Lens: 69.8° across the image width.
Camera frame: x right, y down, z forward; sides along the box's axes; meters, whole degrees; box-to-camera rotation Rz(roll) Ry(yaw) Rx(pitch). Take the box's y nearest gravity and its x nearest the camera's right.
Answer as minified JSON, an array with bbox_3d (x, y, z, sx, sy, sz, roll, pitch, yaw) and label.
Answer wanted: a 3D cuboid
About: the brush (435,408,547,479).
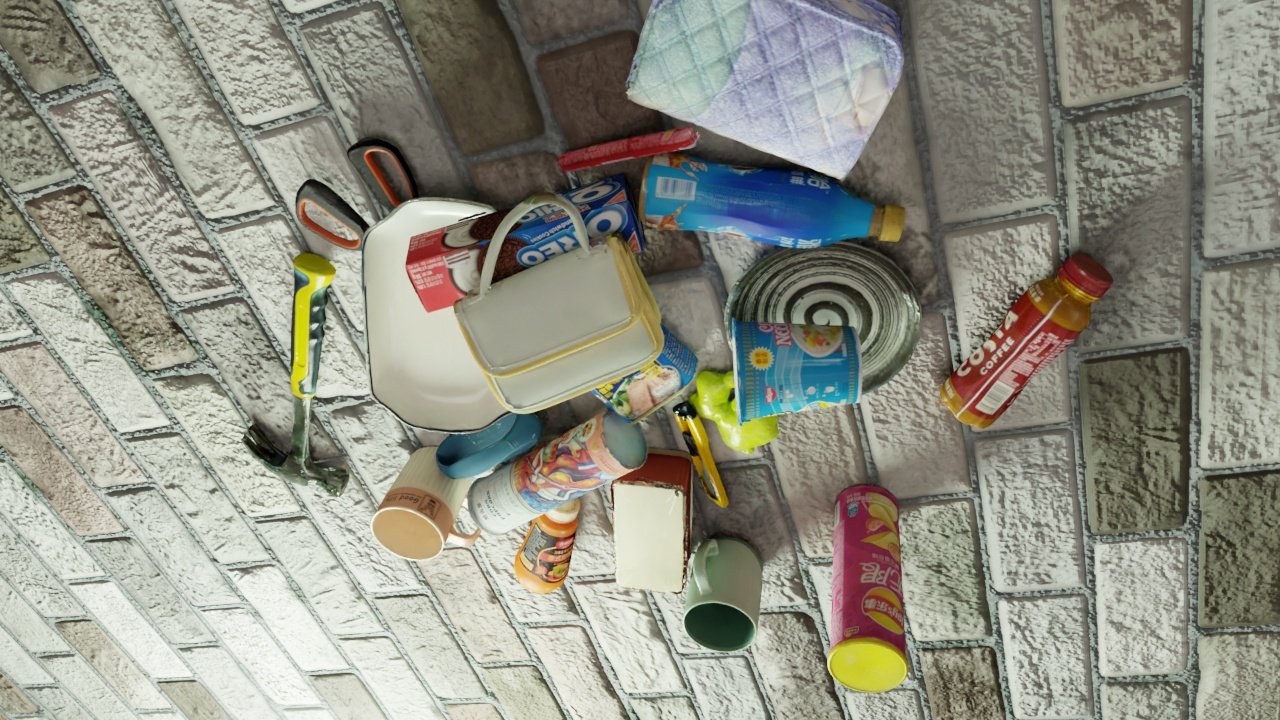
[{"bbox_3d":[-0.167,0.092,0.994,0.144,0.073,0.055,-25,112,28],"label":"brush"}]

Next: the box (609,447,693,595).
[{"bbox_3d":[0.011,0.184,1.018,0.091,0.076,0.169,5,125,9],"label":"box"}]

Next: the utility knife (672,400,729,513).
[{"bbox_3d":[0.067,0.107,0.976,0.033,0.015,0.168,19,142,45],"label":"utility knife"}]

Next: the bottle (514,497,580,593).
[{"bbox_3d":[-0.103,0.203,1.071,0.067,0.066,0.150,19,120,-1],"label":"bottle"}]

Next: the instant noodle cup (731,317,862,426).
[{"bbox_3d":[0.140,0.007,0.826,0.110,0.099,0.099,-4,125,4],"label":"instant noodle cup"}]

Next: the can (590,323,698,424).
[{"bbox_3d":[-0.005,0.005,0.905,0.083,0.057,0.102,42,123,-19],"label":"can"}]

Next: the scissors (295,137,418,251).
[{"bbox_3d":[-0.237,-0.108,0.895,0.198,0.021,0.227,-3,124,4],"label":"scissors"}]

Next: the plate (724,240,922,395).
[{"bbox_3d":[0.168,-0.038,0.855,0.179,0.024,0.180,5,127,7],"label":"plate"}]

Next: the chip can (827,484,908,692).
[{"bbox_3d":[0.225,0.218,0.909,0.071,0.210,0.071,7,126,9],"label":"chip can"}]

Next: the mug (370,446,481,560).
[{"bbox_3d":[-0.231,0.165,1.041,0.114,0.105,0.082,21,127,-3],"label":"mug"}]

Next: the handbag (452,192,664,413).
[{"bbox_3d":[-0.079,-0.051,0.788,0.163,0.063,0.179,-21,122,7],"label":"handbag"}]

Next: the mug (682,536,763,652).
[{"bbox_3d":[0.089,0.248,1.026,0.082,0.106,0.112,-16,120,24],"label":"mug"}]

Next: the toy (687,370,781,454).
[{"bbox_3d":[0.097,0.052,0.930,0.100,0.031,0.097,20,130,3],"label":"toy"}]

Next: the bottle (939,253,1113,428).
[{"bbox_3d":[0.339,-0.016,0.809,0.057,0.057,0.175,26,127,-6],"label":"bottle"}]

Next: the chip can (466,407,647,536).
[{"bbox_3d":[-0.092,0.122,0.986,0.215,0.071,0.071,-30,114,33],"label":"chip can"}]

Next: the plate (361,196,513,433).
[{"bbox_3d":[-0.188,-0.043,0.904,0.162,0.034,0.266,3,123,-6],"label":"plate"}]

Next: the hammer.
[{"bbox_3d":[-0.376,0.021,1.017,0.126,0.031,0.324,18,127,-2],"label":"hammer"}]

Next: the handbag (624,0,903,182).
[{"bbox_3d":[0.096,-0.228,0.703,0.194,0.075,0.134,22,132,-1],"label":"handbag"}]

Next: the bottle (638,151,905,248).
[{"bbox_3d":[0.110,-0.131,0.775,0.219,0.065,0.065,9,127,6],"label":"bottle"}]

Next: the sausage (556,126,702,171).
[{"bbox_3d":[-0.013,-0.178,0.774,0.156,0.020,0.020,-2,127,37],"label":"sausage"}]

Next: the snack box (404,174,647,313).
[{"bbox_3d":[-0.101,-0.104,0.816,0.207,0.058,0.057,-15,126,4],"label":"snack box"}]
